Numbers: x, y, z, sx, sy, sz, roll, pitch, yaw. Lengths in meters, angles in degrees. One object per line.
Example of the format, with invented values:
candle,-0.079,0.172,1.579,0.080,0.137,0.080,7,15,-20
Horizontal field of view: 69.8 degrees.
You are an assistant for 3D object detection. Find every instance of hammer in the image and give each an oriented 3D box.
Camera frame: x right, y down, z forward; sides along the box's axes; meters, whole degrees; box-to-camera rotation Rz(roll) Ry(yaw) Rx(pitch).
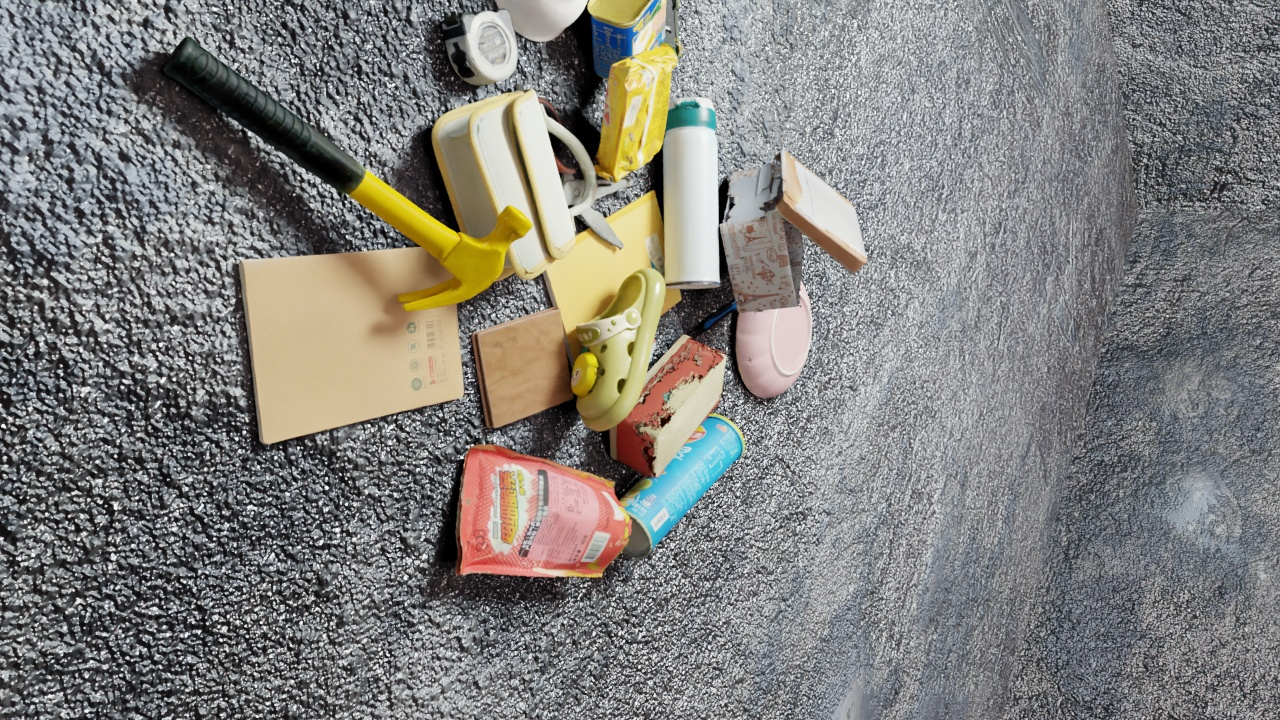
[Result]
hammer,-0.230,-0.144,0.732,0.129,0.033,0.300,-49,127,6

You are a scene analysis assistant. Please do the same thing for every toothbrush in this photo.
toothbrush,0.095,-0.053,1.203,0.189,0.016,0.014,-36,115,-46

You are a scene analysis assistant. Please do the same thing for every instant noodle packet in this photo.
instant noodle packet,-0.006,-0.260,0.960,0.110,0.044,0.129,-46,156,-47

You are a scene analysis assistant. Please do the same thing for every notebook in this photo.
notebook,-0.027,-0.091,1.046,0.205,0.010,0.146,-39,123,-41
notebook,-0.239,-0.021,0.794,0.207,0.008,0.148,-14,105,-49

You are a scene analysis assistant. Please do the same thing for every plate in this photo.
plate,0.200,-0.040,1.304,0.192,0.039,0.192,-13,106,-52

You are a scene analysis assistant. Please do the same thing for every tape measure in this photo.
tape measure,-0.147,-0.291,0.854,0.065,0.034,0.066,-26,112,-45

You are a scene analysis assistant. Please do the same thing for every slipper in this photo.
slipper,-0.035,-0.020,0.983,0.081,0.092,0.190,26,73,-24

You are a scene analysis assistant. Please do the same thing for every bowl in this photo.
bowl,-0.084,-0.378,0.896,0.118,0.065,0.118,-9,101,-50

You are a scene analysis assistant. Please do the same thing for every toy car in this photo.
toy car,0.022,-0.379,1.049,0.043,0.036,0.091,-12,104,-49

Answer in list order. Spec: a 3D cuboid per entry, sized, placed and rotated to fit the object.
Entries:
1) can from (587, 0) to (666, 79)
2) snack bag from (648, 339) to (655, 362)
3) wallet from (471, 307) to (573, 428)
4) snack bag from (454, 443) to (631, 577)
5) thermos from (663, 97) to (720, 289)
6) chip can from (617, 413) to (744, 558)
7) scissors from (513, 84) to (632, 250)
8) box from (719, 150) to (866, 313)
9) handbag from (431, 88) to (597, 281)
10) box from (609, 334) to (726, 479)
can,-0.012,-0.357,0.971,0.101,0.057,0.083,-59,165,-27
snack bag,-0.006,0.006,1.066,0.104,0.026,0.048,-68,155,-9
wallet,-0.119,0.007,0.940,0.115,0.020,0.101,-23,111,-45
snack bag,-0.102,0.163,0.949,0.207,0.073,0.128,19,76,-45
thermos,0.060,-0.199,1.089,0.073,0.073,0.224,-1,91,-51
chip can,0.044,0.149,1.118,0.209,0.071,0.071,-39,124,-40
scissors,-0.084,-0.179,0.954,0.188,0.015,0.225,-57,131,-28
box,0.197,-0.170,1.143,0.181,0.166,0.150,-73,153,-54
handbag,-0.100,-0.177,0.883,0.178,0.063,0.163,-40,124,-43
box,0.042,0.055,1.076,0.167,0.078,0.091,-47,151,-37
